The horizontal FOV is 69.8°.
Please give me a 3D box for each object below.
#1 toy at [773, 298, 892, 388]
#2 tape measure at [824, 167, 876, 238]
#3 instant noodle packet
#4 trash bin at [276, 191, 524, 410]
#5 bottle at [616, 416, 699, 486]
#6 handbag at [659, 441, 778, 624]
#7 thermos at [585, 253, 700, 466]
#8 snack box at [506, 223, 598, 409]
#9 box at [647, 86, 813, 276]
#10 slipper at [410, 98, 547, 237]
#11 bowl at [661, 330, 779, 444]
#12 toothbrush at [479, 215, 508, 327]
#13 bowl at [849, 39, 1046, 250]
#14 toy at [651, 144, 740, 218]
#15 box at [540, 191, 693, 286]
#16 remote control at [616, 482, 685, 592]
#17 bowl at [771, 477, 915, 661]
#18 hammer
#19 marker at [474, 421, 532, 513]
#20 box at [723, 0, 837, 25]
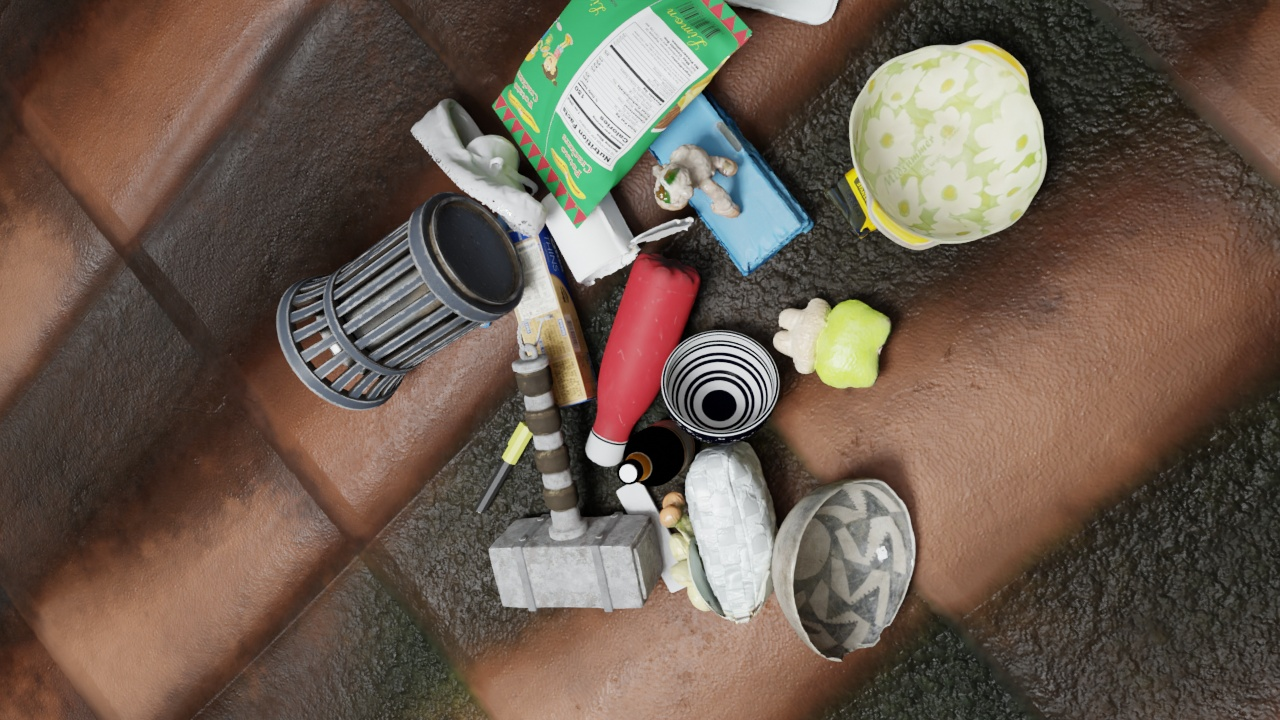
[{"bbox_3d":[0.195,-0.021,0.942,0.115,0.046,0.092,15,98,22],"label":"toy"},{"bbox_3d":[0.230,-0.165,0.923,0.064,0.037,0.065,-37,86,16],"label":"tape measure"},{"bbox_3d":[-0.030,-0.289,0.921,0.253,0.090,0.195,-45,63,22],"label":"instant noodle packet"},{"bbox_3d":[-0.249,-0.066,0.981,0.228,0.163,0.164,-28,86,30],"label":"trash bin"},{"bbox_3d":[0.013,0.097,0.933,0.059,0.181,0.059,1,95,16],"label":"bottle"},{"bbox_3d":[0.082,0.174,0.959,0.123,0.112,0.171,-11,92,24],"label":"handbag"},{"bbox_3d":[-0.006,0.006,0.989,0.073,0.073,0.240,24,109,13],"label":"thermos"},{"bbox_3d":[-0.103,-0.049,1.023,0.056,0.057,0.206,-17,89,16],"label":"snack box"},{"bbox_3d":[0.075,-0.205,0.958,0.093,0.052,0.231,-37,84,17],"label":"box"},{"bbox_3d":[-0.167,-0.208,0.980,0.075,0.112,0.246,-57,47,18],"label":"slipper"},{"bbox_3d":[0.083,0.036,0.962,0.120,0.066,0.120,-2,63,3],"label":"bowl"},{"bbox_3d":[-0.168,-0.120,1.057,0.016,0.014,0.167,14,98,15],"label":"toothbrush"},{"bbox_3d":[0.282,-0.197,0.873,0.188,0.060,0.219,33,80,-1],"label":"bowl"},{"bbox_3d":[0.050,-0.171,0.903,0.085,0.105,0.074,30,115,20],"label":"toy"},{"bbox_3d":[-0.028,-0.155,0.971,0.151,0.080,0.106,-27,88,29],"label":"box"},{"bbox_3d":[0.018,0.196,1.028,0.033,0.012,0.131,-30,86,19],"label":"remote control"},{"bbox_3d":[0.188,0.198,0.919,0.081,0.178,0.178,9,99,52],"label":"bowl"},{"bbox_3d":[-0.093,0.112,0.981,0.177,0.079,0.326,-5,106,21],"label":"hammer"},{"bbox_3d":[-0.160,0.125,1.074,0.021,0.017,0.124,45,109,43],"label":"marker"},{"bbox_3d":[0.119,-0.452,0.924,0.209,0.037,0.189,19,102,3],"label":"box"}]
